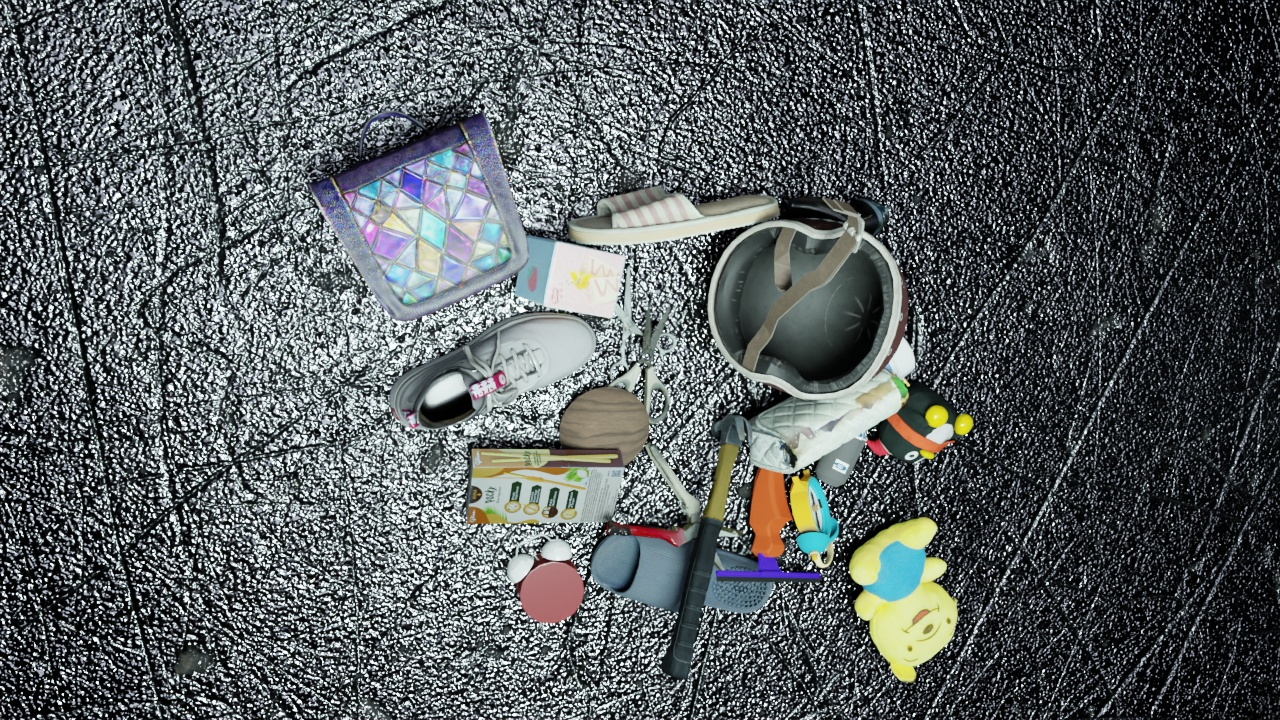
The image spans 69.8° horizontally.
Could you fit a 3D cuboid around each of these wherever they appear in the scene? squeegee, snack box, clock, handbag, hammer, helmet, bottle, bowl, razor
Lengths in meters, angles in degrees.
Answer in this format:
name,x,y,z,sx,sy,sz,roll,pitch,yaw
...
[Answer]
name,x,y,z,sx,sy,sz,roll,pitch,yaw
squeegee,0.176,0.204,1.243,0.249,0.055,0.184,16,79,-47
snack box,-0.121,0.159,1.154,0.186,0.031,0.101,2,129,-15
clock,-0.121,0.285,1.193,0.087,0.044,0.124,-23,104,-10
handbag,0.232,0.071,1.188,0.194,0.139,0.072,-27,104,-23
clock,0.317,-0.018,1.234,0.052,0.089,0.125,-34,107,-13
hammer,0.083,0.225,1.142,0.025,0.118,0.332,18,74,-11
helmet,0.204,-0.073,1.112,0.253,0.234,0.233,7,103,-37
clock,0.236,0.216,1.249,0.044,0.099,0.129,-17,86,25
bottle,0.282,0.120,1.269,0.047,0.047,0.112,26,91,-17
snack box,-0.086,-0.101,1.104,0.094,0.093,0.079,9,97,-32
bowl,-0.043,0.095,1.176,0.119,0.032,0.119,-5,112,-13
handbag,-0.246,-0.175,1.044,0.204,0.125,0.222,-25,103,-9
razor,0.257,-0.196,1.212,0.140,0.053,0.063,10,62,-11

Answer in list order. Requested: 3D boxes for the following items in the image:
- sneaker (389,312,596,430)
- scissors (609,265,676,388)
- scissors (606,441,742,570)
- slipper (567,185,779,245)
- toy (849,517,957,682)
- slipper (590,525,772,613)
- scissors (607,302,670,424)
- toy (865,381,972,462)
name,x,y,z,sx,sy,sz,roll,pitch,yaw
sneaker,-0.170,0.016,1.094,0.262,0.129,0.097,-23,105,-12
scissors,-0.022,-0.033,1.183,0.141,0.014,0.165,28,92,-20
scissors,0.044,0.193,1.198,0.199,0.015,0.179,3,68,-25
slipper,0.040,-0.185,1.124,0.263,0.115,0.052,-8,112,-8
toy,0.377,0.336,1.311,0.149,0.084,0.214,-29,107,-7
slipper,0.066,0.289,1.223,0.263,0.082,0.101,15,93,-17
scissors,0.010,0.013,1.189,0.163,0.012,0.153,-43,115,-2
toy,0.378,0.094,1.267,0.097,0.099,0.119,15,119,-35
